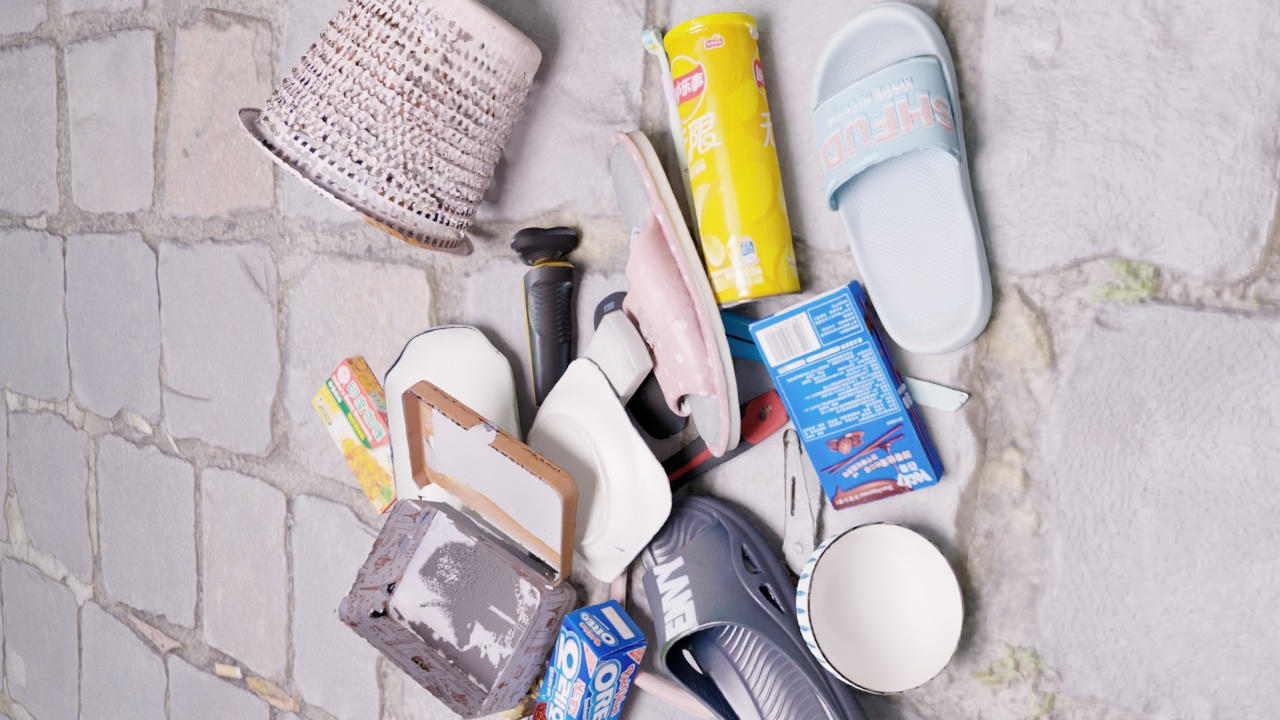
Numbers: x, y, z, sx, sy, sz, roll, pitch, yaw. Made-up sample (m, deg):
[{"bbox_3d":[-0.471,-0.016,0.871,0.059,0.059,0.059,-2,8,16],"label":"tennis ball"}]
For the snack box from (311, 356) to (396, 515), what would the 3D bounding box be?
[{"bbox_3d":[-0.290,0.080,0.984,0.077,0.027,0.155,-44,72,27],"label":"snack box"}]

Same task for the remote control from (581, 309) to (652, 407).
[{"bbox_3d":[-0.026,0.010,0.769,0.056,0.019,0.135,60,153,15],"label":"remote control"}]

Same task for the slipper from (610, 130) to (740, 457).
[{"bbox_3d":[0.015,-0.053,0.726,0.054,0.114,0.274,-16,81,-11],"label":"slipper"}]

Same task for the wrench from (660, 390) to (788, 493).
[{"bbox_3d":[0.015,0.101,0.791,0.274,0.016,0.056,-32,66,31],"label":"wrench"}]

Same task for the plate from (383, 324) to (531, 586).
[{"bbox_3d":[-0.172,0.098,0.898,0.162,0.034,0.265,-9,89,28],"label":"plate"}]

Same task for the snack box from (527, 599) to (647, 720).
[{"bbox_3d":[-0.057,0.311,0.820,0.058,0.057,0.208,42,124,41],"label":"snack box"}]

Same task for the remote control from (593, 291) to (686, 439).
[{"bbox_3d":[-0.005,0.005,0.792,0.053,0.024,0.136,-32,78,30],"label":"remote control"}]

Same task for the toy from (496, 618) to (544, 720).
[{"bbox_3d":[-0.142,0.276,0.888,0.105,0.066,0.157,-54,51,18],"label":"toy"}]

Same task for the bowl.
[{"bbox_3d":[0.165,0.177,0.663,0.066,0.116,0.116,127,122,-74],"label":"bowl"}]

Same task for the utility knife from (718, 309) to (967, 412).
[{"bbox_3d":[0.141,0.000,0.701,0.216,0.018,0.034,18,104,29],"label":"utility knife"}]

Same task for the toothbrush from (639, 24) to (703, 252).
[{"bbox_3d":[0.031,-0.180,0.752,0.020,0.029,0.189,-14,89,-7],"label":"toothbrush"}]

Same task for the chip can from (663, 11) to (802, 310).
[{"bbox_3d":[0.070,-0.148,0.698,0.072,0.071,0.213,-9,91,33],"label":"chip can"}]

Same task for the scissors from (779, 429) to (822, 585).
[{"bbox_3d":[0.114,0.165,0.728,0.197,0.015,0.205,-44,64,26],"label":"scissors"}]

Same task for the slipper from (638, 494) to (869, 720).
[{"bbox_3d":[0.072,0.213,0.694,0.111,0.083,0.268,-50,58,24],"label":"slipper"}]

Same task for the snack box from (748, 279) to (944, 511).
[{"bbox_3d":[0.151,0.028,0.675,0.085,0.026,0.157,-23,93,34],"label":"snack box"}]

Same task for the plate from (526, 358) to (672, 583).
[{"bbox_3d":[-0.051,0.099,0.778,0.163,0.034,0.165,56,136,24],"label":"plate"}]

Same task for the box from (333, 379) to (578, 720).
[{"bbox_3d":[-0.146,0.164,0.796,0.179,0.124,0.274,29,114,24],"label":"box"}]

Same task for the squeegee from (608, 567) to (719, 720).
[{"bbox_3d":[0.059,0.288,0.774,0.250,0.040,0.248,11,100,31],"label":"squeegee"}]

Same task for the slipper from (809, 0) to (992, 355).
[{"bbox_3d":[0.174,-0.122,0.632,0.104,0.074,0.245,-15,88,34],"label":"slipper"}]

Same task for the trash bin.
[{"bbox_3d":[-0.197,-0.229,0.795,0.227,0.227,0.192,39,102,23],"label":"trash bin"}]

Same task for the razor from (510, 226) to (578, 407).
[{"bbox_3d":[-0.085,-0.037,0.829,0.068,0.062,0.167,21,115,61],"label":"razor"}]
